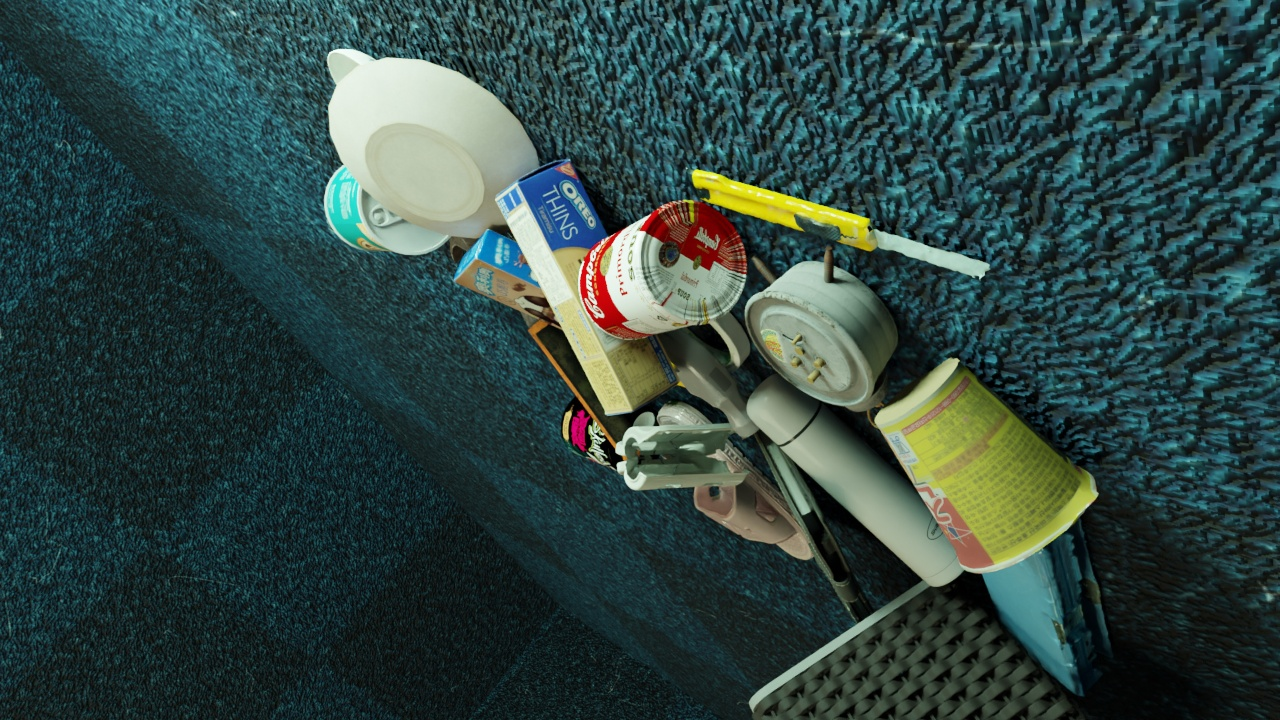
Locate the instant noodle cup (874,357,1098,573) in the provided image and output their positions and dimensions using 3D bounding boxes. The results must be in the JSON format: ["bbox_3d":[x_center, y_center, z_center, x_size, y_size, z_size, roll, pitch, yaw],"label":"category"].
[{"bbox_3d":[0.213,0.063,0.595,0.112,0.100,0.100,48,160,0],"label":"instant noodle cup"}]

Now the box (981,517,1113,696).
[{"bbox_3d":[0.315,0.173,0.724,0.093,0.054,0.231,43,169,52],"label":"box"}]

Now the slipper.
[{"bbox_3d":[0.096,0.145,1.010,0.239,0.064,0.094,47,159,-13],"label":"slipper"}]

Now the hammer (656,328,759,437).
[{"bbox_3d":[-0.005,0.005,0.913,0.127,0.029,0.324,49,163,-21],"label":"hammer"}]

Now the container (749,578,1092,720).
[{"bbox_3d":[0.268,0.372,0.818,0.243,0.247,0.246,55,177,36],"label":"container"}]

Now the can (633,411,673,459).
[{"bbox_3d":[0.028,0.091,1.045,0.080,0.031,0.032,41,163,-36],"label":"can"}]

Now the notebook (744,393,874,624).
[{"bbox_3d":[0.158,0.148,0.852,0.209,0.029,0.169,55,-172,-41],"label":"notebook"}]

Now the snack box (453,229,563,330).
[{"bbox_3d":[-0.093,-0.067,0.867,0.151,0.034,0.087,25,162,-18],"label":"snack box"}]

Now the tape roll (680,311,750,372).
[{"bbox_3d":[0.052,-0.027,0.790,0.094,0.018,0.094,35,160,15],"label":"tape roll"}]

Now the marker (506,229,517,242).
[{"bbox_3d":[-0.117,-0.127,0.880,0.024,0.021,0.145,-18,122,41],"label":"marker"}]

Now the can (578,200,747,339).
[{"bbox_3d":[0.014,-0.064,0.682,0.086,0.086,0.117,46,160,-14],"label":"can"}]

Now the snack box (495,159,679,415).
[{"bbox_3d":[-0.042,-0.059,0.755,0.056,0.057,0.207,-11,107,62],"label":"snack box"}]

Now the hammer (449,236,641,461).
[{"bbox_3d":[-0.099,-0.020,0.977,0.314,0.035,0.138,54,160,-9],"label":"hammer"}]

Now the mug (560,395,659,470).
[{"bbox_3d":[-0.036,0.067,1.076,0.098,0.081,0.118,14,120,51],"label":"mug"}]

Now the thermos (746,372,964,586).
[{"bbox_3d":[0.182,0.098,0.770,0.224,0.052,0.052,42,160,-5],"label":"thermos"}]

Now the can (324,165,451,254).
[{"bbox_3d":[-0.252,-0.158,0.926,0.099,0.099,0.144,51,162,-26],"label":"can"}]

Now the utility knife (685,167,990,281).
[{"bbox_3d":[0.113,-0.087,0.567,0.217,0.019,0.030,22,162,35],"label":"utility knife"}]

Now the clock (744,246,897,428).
[{"bbox_3d":[0.132,-0.008,0.634,0.148,0.056,0.104,51,158,-21],"label":"clock"}]

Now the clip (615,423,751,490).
[{"bbox_3d":[0.034,0.105,0.906,0.126,0.099,0.153,3,154,-32],"label":"clip"}]

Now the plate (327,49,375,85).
[{"bbox_3d":[-0.238,-0.245,0.840,0.104,0.026,0.104,35,160,14],"label":"plate"}]

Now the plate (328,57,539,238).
[{"bbox_3d":[-0.179,-0.167,0.779,0.189,0.027,0.189,11,143,8],"label":"plate"}]
